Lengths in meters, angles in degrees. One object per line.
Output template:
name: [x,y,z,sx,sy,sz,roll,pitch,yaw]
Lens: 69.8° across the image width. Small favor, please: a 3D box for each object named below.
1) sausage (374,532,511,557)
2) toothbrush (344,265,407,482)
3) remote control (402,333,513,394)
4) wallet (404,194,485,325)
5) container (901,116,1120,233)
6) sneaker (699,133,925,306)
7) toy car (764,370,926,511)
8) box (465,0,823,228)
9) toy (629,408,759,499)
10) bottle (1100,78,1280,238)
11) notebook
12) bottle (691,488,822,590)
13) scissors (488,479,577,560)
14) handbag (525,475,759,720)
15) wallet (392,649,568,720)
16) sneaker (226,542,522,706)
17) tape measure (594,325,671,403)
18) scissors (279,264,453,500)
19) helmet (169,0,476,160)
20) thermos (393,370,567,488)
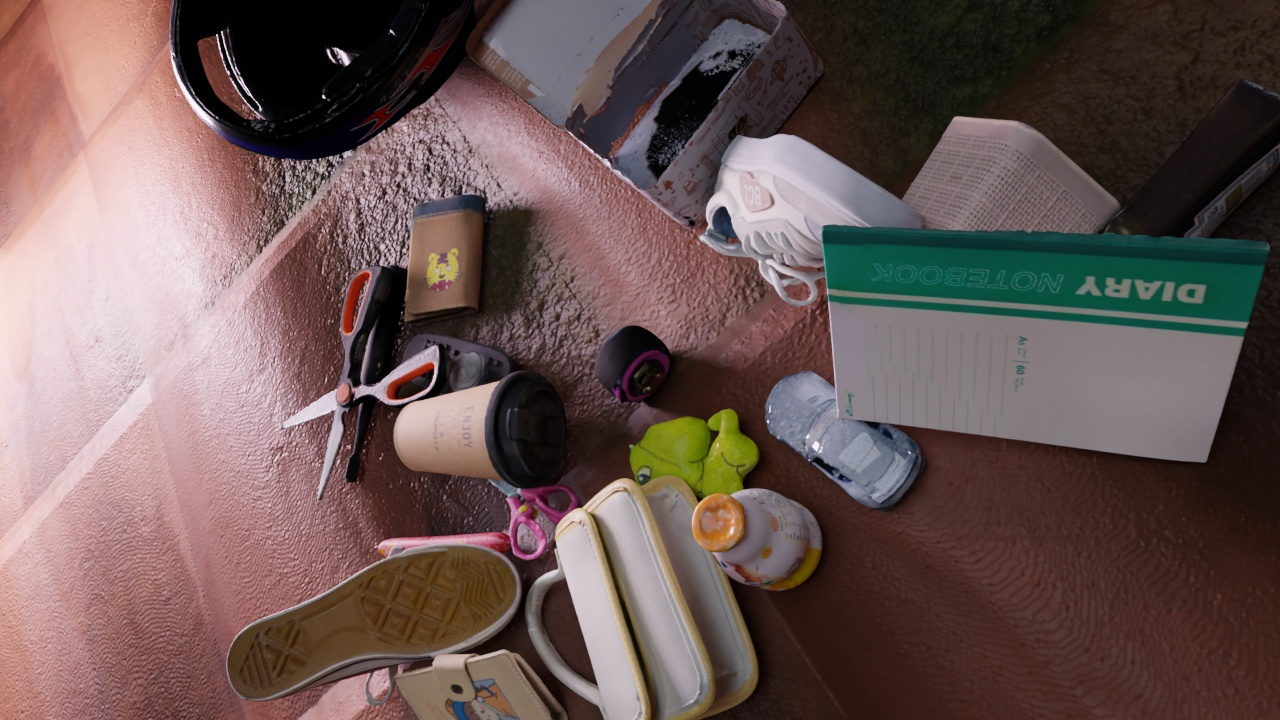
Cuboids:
sausage: [-0.169,0.159,0.780,0.156,0.020,0.020,-9,69,30]
toothbrush: [-0.256,0.012,0.882,0.027,0.026,0.212,162,119,-65]
remote control: [-0.161,0.008,0.824,0.137,0.024,0.053,14,82,35]
wallet: [-0.188,-0.096,0.873,0.090,0.033,0.115,-8,73,29]
container: [0.209,-0.078,0.568,0.111,0.090,0.090,-55,19,8]
sneaker: [0.095,-0.093,0.612,0.091,0.089,0.242,-61,19,9]
toy car: [0.133,0.051,0.618,0.120,0.036,0.054,39,96,38]
box: [-0.005,-0.256,0.763,0.179,0.110,0.259,-51,55,7]
toy: [0.036,0.075,0.672,0.100,0.031,0.097,24,94,33]
bottle: [0.291,-0.064,0.531,0.195,0.079,0.044,-51,56,11]
notebook: [0.210,-0.009,0.511,0.209,0.150,0.012,6,45,24]
bottle: [0.073,0.112,0.589,0.063,0.108,0.063,-12,66,29]
scissors: [-0.100,0.101,0.761,0.073,0.017,0.137,-43,50,0]
handbag: [-0.020,0.184,0.647,0.179,0.063,0.163,-37,62,33]
wallet: [-0.122,0.252,0.688,0.115,0.087,0.024,-19,26,27]
sneaker: [-0.207,0.214,0.747,0.241,0.088,0.118,-20,74,1]
tape measure: [-0.004,0.004,0.707,0.039,0.058,0.057,38,93,35]
scissors: [-0.257,0.017,0.855,0.221,0.021,0.234,-3,75,34]
helmet: [-0.303,-0.330,0.894,0.315,0.247,0.240,-60,11,-7]
thermos: [-0.129,0.058,0.746,0.143,0.093,0.093,-5,71,33]
